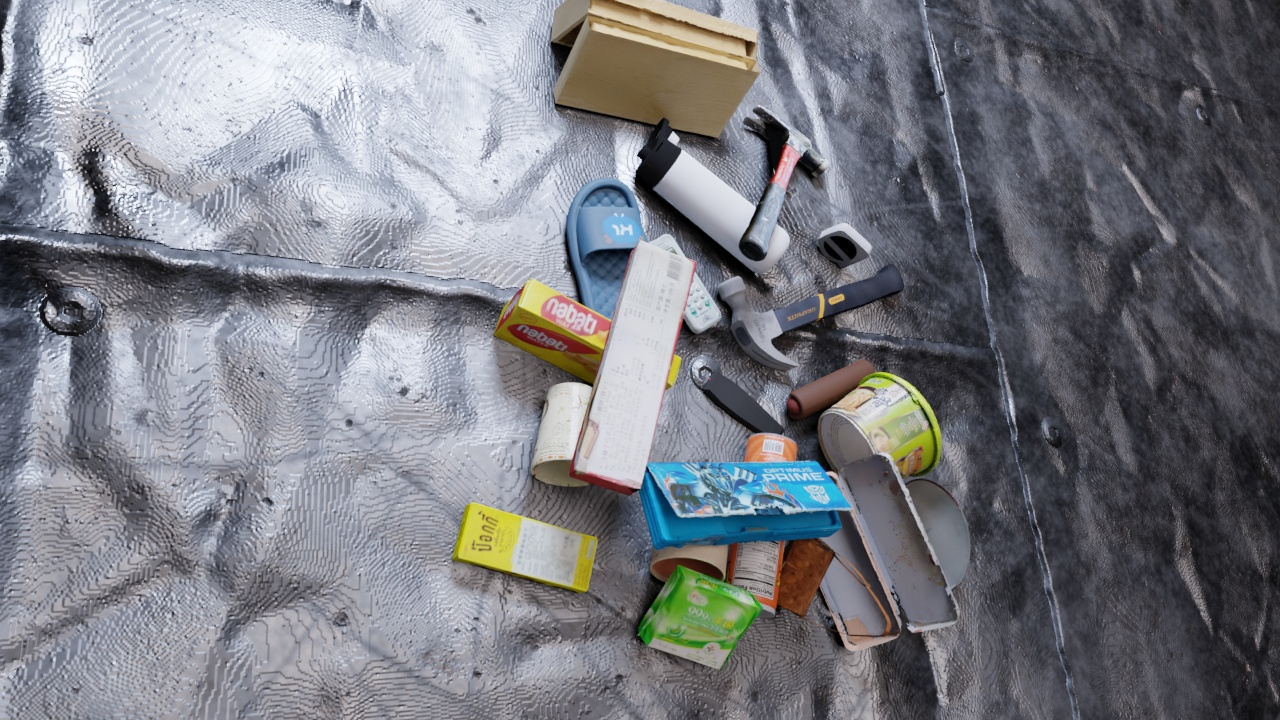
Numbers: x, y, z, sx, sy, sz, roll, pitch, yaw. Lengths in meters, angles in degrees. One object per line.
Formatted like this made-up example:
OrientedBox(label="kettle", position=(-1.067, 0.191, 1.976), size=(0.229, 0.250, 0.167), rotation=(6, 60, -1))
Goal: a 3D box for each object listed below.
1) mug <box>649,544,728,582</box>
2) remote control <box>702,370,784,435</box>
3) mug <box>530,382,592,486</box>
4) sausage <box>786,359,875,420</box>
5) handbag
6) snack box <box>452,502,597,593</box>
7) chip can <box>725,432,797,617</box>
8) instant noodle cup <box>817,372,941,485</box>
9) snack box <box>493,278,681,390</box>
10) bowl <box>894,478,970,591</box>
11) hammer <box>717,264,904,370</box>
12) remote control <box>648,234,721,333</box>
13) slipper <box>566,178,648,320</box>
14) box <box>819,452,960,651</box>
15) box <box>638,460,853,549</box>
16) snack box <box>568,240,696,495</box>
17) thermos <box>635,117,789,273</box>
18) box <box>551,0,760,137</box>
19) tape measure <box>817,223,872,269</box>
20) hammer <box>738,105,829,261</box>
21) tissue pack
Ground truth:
OrientedBox(label="mug", position=(0.068, 0.204, 1.055), size=(0.111, 0.085, 0.104), rotation=(46, 42, -39))
OrientedBox(label="remote control", position=(0.134, 0.062, 1.173), size=(0.124, 0.010, 0.039), rotation=(39, 59, -12))
OrientedBox(label="mug", position=(-0.058, 0.083, 1.023), size=(0.122, 0.081, 0.097), rotation=(7, 61, -9))
OrientedBox(label="sausage", position=(0.255, 0.038, 1.230), size=(0.155, 0.040, 0.040), rotation=(-21, 83, -32))
OrientedBox(label="handbag", position=(0.211, 0.263, 1.034), size=(0.043, 0.196, 0.093), rotation=(27, 90, -24))
OrientedBox(label="snack box", position=(-0.122, 0.201, 0.980), size=(0.149, 0.026, 0.061), rotation=(20, 65, -20))
OrientedBox(label="chip can", position=(0.144, 0.196, 1.101), size=(0.062, 0.062, 0.210), rotation=(22, 64, -20))
OrientedBox(label="instant noodle cup", position=(0.301, 0.097, 1.176), size=(0.097, 0.146, 0.146), rotation=(-24, 85, -21))
OrientedBox(label="snack box", position=(-0.060, -0.017, 1.050), size=(0.200, 0.092, 0.042), rotation=(28, 62, -17))
OrientedBox(label="bowl", position=(0.359, 0.234, 1.202), size=(0.150, 0.057, 0.150), rotation=(10, 70, -29))
OrientedBox(label="hammer", position=(0.253, -0.082, 1.274), size=(0.311, 0.035, 0.139), rotation=(-20, 85, -32))
OrientedBox(label="remote control", position=(0.052, -0.098, 1.179), size=(0.050, 0.022, 0.133), rotation=(-32, 89, -32))
OrientedBox(label="slipper", position=(-0.036, -0.129, 1.124), size=(0.103, 0.059, 0.213), rotation=(3, 73, -25))
OrientedBox(label="box", position=(0.277, 0.232, 1.113), size=(0.063, 0.157, 0.216), rotation=(-12, 77, -53))
OrientedBox(label="box", position=(0.119, 0.149, 1.012), size=(0.243, 0.066, 0.090), rotation=(3, 56, -30))
OrientedBox(label="snack box", position=(-0.006, 0.006, 0.992), size=(0.076, 0.044, 0.272), rotation=(19, 69, -14))
OrientedBox(label="thermos", position=(0.097, -0.219, 1.223), size=(0.230, 0.069, 0.101), rotation=(37, 51, -11))
OrientedBox(label="box", position=(0.021, -0.398, 1.207), size=(0.248, 0.141, 0.148), rotation=(5, 78, -26))
OrientedBox(label="tape measure", position=(0.288, -0.162, 1.303), size=(0.065, 0.064, 0.016), rotation=(41, 58, -18))
OrientedBox(label="hammer", position=(0.174, -0.234, 1.226), size=(0.140, 0.037, 0.325), rotation=(38, 40, -11))
OrientedBox(label="tissue pack", position=(0.063, 0.285, 1.010), size=(0.114, 0.034, 0.100), rotation=(24, 106, -20))
